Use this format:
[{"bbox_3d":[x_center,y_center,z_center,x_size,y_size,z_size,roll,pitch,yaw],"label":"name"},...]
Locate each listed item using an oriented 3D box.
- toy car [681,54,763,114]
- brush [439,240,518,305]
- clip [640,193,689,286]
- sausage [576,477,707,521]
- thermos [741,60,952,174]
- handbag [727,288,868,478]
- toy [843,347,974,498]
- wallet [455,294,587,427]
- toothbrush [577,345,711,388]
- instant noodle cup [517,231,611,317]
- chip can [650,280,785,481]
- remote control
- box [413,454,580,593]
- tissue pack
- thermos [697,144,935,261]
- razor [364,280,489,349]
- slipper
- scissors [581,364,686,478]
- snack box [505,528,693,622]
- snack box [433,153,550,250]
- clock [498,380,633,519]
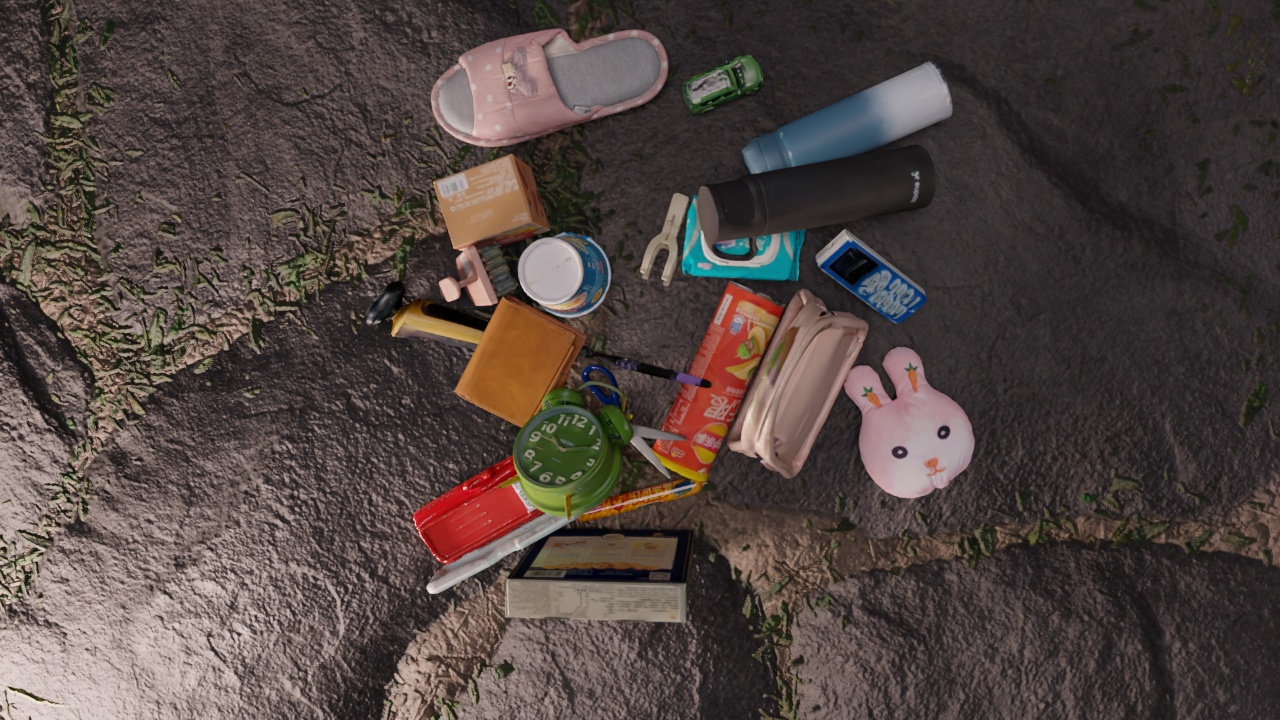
[{"bbox_3d":[0.091,-0.306,1.015,0.091,0.036,0.043,-22,89,4],"label":"toy car"},{"bbox_3d":[-0.185,-0.089,1.004,0.073,0.146,0.063,-26,99,-16],"label":"brush"},{"bbox_3d":[0.029,-0.132,1.014,0.035,0.086,0.104,20,106,5],"label":"clip"},{"bbox_3d":[-0.003,0.160,1.056,0.165,0.021,0.021,-16,91,7],"label":"sausage"},{"bbox_3d":[0.218,-0.248,0.988,0.220,0.070,0.070,-22,90,8],"label":"thermos"},{"bbox_3d":[0.150,0.023,0.924,0.093,0.234,0.193,25,95,13],"label":"handbag"},{"bbox_3d":[0.289,0.069,1.004,0.121,0.054,0.159,-28,82,7],"label":"toy"},{"bbox_3d":[-0.130,0.008,1.037,0.119,0.035,0.131,27,108,-12],"label":"wallet"},{"bbox_3d":[-0.006,0.006,1.017,0.189,0.016,0.014,14,98,29],"label":"toothbrush"},{"bbox_3d":[-0.089,-0.096,1.009,0.099,0.110,0.099,0,93,7],"label":"instant noodle cup"},{"bbox_3d":[0.084,0.022,1.014,0.073,0.073,0.216,24,95,5],"label":"chip can"},{"bbox_3d":[0.249,-0.089,0.988,0.125,0.024,0.049,33,126,-19],"label":"remote control"},{"bbox_3d":[-0.164,0.173,1.037,0.201,0.100,0.095,-30,96,7],"label":"box"},{"bbox_3d":[0.115,-0.136,1.012,0.133,0.050,0.093,3,92,6],"label":"tissue pack"},{"bbox_3d":[0.182,-0.164,0.962,0.242,0.068,0.090,-12,128,-11],"label":"thermos"},{"bbox_3d":[-0.231,-0.046,1.058,0.167,0.062,0.068,16,124,1],"label":"razor"},{"bbox_3d":[-0.104,-0.310,1.027,0.274,0.054,0.114,-8,92,7],"label":"slipper"},{"bbox_3d":[-0.024,0.067,1.027,0.163,0.012,0.162,-18,72,29],"label":"scissors"},{"bbox_3d":[-0.036,0.226,0.983,0.178,0.182,0.046,0,95,6],"label":"snack box"},{"bbox_3d":[-0.163,-0.171,1.021,0.093,0.094,0.077,-18,90,7],"label":"snack box"},{"bbox_3d":[-0.073,0.091,0.994,0.116,0.056,0.161,20,64,24],"label":"clock"}]
